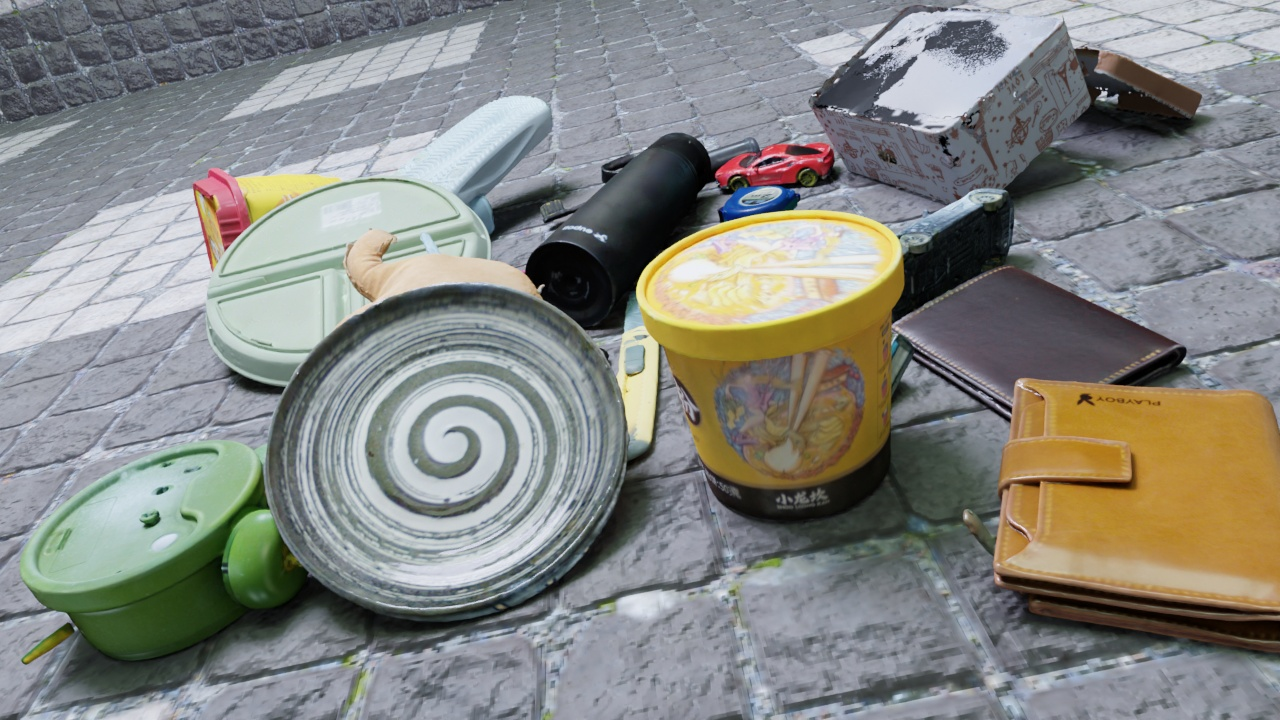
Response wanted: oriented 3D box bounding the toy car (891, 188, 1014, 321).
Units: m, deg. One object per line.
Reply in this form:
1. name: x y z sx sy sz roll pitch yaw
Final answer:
1. toy car: 0.187 -0.067 0.571 0.120 0.054 0.037 -28 34 -25

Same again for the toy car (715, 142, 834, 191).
1. toy car: 0.117 -0.172 0.812 0.106 0.031 0.049 -3 30 22

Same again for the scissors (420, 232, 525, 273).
1. scissors: -0.132 -0.043 0.660 0.133 0.017 0.131 7 54 -5

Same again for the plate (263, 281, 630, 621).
1. plate: -0.094 0.042 0.460 0.179 0.024 0.179 -1 63 1

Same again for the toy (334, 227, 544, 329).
1. toy: -0.130 -0.025 0.591 0.143 0.083 0.226 -9 33 -18

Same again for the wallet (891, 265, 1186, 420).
1. wallet: 0.208 -0.010 0.499 0.096 0.020 0.122 -26 32 -11

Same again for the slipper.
1. slipper: -0.170 -0.157 0.857 0.104 0.074 0.244 23 63 39

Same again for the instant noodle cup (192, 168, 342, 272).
1. instant noodle cup: -0.331 -0.122 0.848 0.123 0.116 0.116 -17 27 -31

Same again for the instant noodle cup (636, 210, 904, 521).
1. instant noodle cup: 0.067 0.003 0.436 0.118 0.114 0.118 -11 30 6

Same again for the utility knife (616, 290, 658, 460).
1. utility knife: -0.003 0.003 0.578 0.031 0.021 0.207 -4 25 5

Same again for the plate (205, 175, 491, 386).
1. plate: -0.232 -0.073 0.722 0.230 0.027 0.229 -4 48 5

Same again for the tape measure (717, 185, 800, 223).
1. tape measure: 0.094 -0.120 0.735 0.058 0.025 0.054 4 35 36

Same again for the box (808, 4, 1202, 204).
1. box: 0.289 -0.220 0.738 0.271 0.133 0.179 -19 29 -19

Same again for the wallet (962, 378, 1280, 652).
1. wallet: 0.198 0.055 0.377 0.119 0.035 0.130 7 36 22

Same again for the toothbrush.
1. toothbrush: 0.009 -0.164 0.848 0.212 0.027 0.026 -19 -9 -8

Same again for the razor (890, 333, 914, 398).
1. razor: 0.090 -0.006 0.532 0.133 0.028 0.043 18 73 40

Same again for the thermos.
1. thermos: -0.018 -0.113 0.729 0.090 0.068 0.241 7 33 19

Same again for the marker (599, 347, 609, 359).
1. marker: -0.046 0.025 0.552 0.018 0.015 0.123 3 31 21

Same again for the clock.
1. clock: -0.226 0.091 0.472 0.161 0.056 0.116 -18 30 -6
